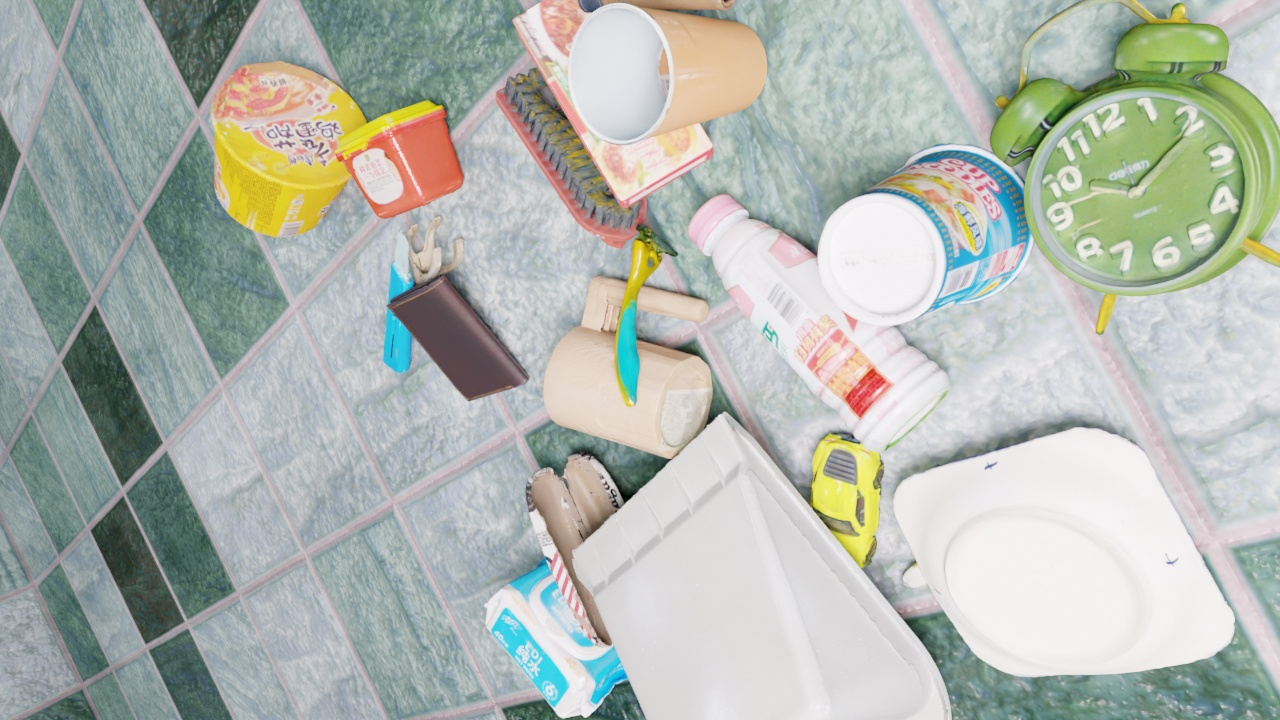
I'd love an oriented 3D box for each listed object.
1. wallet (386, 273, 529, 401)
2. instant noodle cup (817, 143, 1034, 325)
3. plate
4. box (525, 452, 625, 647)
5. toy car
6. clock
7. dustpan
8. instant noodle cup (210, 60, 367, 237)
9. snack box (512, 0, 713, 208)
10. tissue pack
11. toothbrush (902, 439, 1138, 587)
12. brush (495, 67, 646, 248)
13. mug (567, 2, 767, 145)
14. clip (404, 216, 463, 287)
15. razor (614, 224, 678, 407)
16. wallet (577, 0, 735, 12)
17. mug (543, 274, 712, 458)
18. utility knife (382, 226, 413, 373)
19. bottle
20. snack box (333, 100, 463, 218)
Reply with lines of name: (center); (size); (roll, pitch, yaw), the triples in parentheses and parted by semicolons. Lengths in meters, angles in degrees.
wallet: (-0.168, -0.017, 0.835); (0.097, 0.020, 0.122); (-16, 118, 46)
instant noodle cup: (0.155, -0.065, 0.514); (0.099, 0.109, 0.099); (15, 115, 34)
plate: (0.243, 0.129, 0.550); (0.164, 0.034, 0.164); (-27, 99, 42)
box: (-0.031, 0.158, 0.790); (0.088, 0.076, 0.163); (-26, 89, 16)
toy car: (0.141, 0.102, 0.642); (0.048, 0.032, 0.105); (15, 117, 35)
clock: (0.246, -0.102, 0.461); (0.116, 0.056, 0.161); (-24, 90, 41)
dustpan: (0.095, 0.206, 0.675); (0.223, 0.142, 0.257); (-47, 51, 37)
instant noodle cup: (-0.337, -0.191, 0.866); (0.138, 0.137, 0.110); (58, 141, 7)
snack box: (-0.019, -0.190, 0.639); (0.075, 0.025, 0.153); (-30, 85, 1)
tissue pack: (-0.066, 0.245, 0.829); (0.140, 0.089, 0.063); (45, 130, 18)
toothbrush: (0.232, 0.101, 0.578); (0.016, 0.018, 0.192); (53, 134, 14)
brush: (-0.046, -0.151, 0.687); (0.146, 0.063, 0.069); (57, 162, 5)
mug: (0.023, -0.179, 0.571); (0.078, 0.122, 0.078); (15, 114, 35)
clip: (-0.205, -0.095, 0.855); (0.083, 0.034, 0.105); (55, 140, 4)
razor: (-0.002, -0.030, 0.657); (0.028, 0.043, 0.132); (-1, 71, 28)
wallet: (0.018, -0.263, 0.584); (0.115, 0.033, 0.090); (16, 81, 33)
mug: (-0.004, 0.004, 0.701); (0.104, 0.084, 0.124); (15, 94, 33)
utility knife: (-0.229, -0.053, 0.871); (0.034, 0.018, 0.192); (44, 142, 20)
bottle: (0.108, -0.031, 0.598); (0.197, 0.068, 0.068); (48, 130, 20)
snack box: (-0.207, -0.171, 0.797); (0.091, 0.081, 0.080); (-8, 111, 42)
